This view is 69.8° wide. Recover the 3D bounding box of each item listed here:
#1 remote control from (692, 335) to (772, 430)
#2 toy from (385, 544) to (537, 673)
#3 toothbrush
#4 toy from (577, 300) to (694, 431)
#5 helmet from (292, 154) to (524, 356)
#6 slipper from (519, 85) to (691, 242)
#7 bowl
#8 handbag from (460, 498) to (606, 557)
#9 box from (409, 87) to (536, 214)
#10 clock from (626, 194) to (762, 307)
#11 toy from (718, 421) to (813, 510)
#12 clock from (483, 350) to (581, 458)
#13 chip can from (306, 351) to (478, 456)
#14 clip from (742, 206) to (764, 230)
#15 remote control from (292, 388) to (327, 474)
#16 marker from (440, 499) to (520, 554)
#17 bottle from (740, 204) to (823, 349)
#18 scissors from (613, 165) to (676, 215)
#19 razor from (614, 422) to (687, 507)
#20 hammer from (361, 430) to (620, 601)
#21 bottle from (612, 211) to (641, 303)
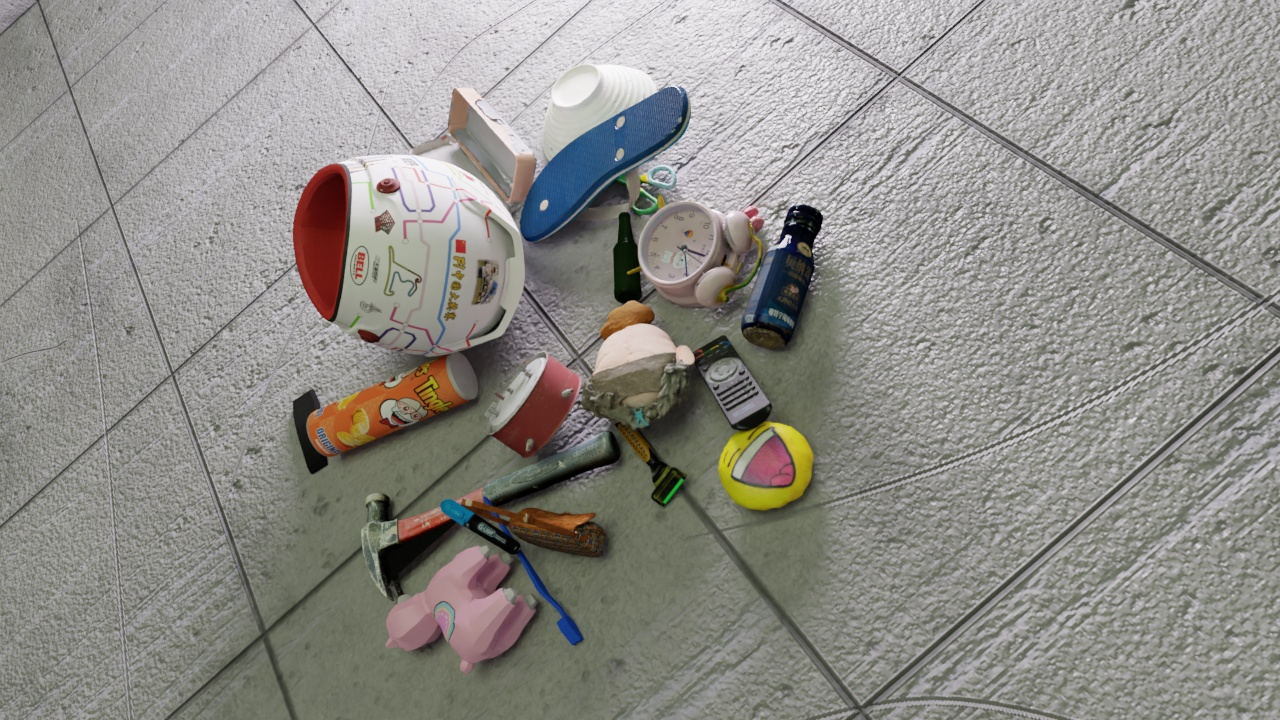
[{"bbox_3d":[0.093,0.022,0.956,0.045,0.021,0.140,-29,36,3],"label":"remote control"},{"bbox_3d":[-0.193,0.267,0.960,0.157,0.067,0.123,-41,55,7],"label":"toy"},{"bbox_3d":[-0.117,0.217,0.957,0.011,0.016,0.186,-43,67,9],"label":"toothbrush"},{"bbox_3d":[-0.006,0.006,0.996,0.133,0.076,0.175,-13,47,9],"label":"toy"},{"bbox_3d":[-0.266,-0.127,1.107,0.315,0.235,0.231,29,112,54],"label":"helmet"},{"bbox_3d":[-0.040,-0.238,1.143,0.296,0.060,0.118,-27,58,36],"label":"slipper"},{"bbox_3d":[-0.070,-0.342,1.218,0.178,0.071,0.177,-14,57,22],"label":"bowl"},{"bbox_3d":[-0.113,0.152,0.900,0.094,0.195,0.043,3,71,31],"label":"handbag"},{"bbox_3d":[-0.238,-0.280,1.264,0.217,0.094,0.121,50,133,36],"label":"box"},{"bbox_3d":[0.068,-0.118,1.027,0.158,0.058,0.116,21,87,36],"label":"clock"},{"bbox_3d":[0.123,0.103,0.903,0.094,0.041,0.095,34,75,33],"label":"toy"},{"bbox_3d":[-0.127,0.041,1.020,0.110,0.062,0.157,-54,18,-1],"label":"clock"},{"bbox_3d":[-0.307,0.055,1.132,0.211,0.062,0.062,-22,56,15],"label":"chip can"},{"bbox_3d":[0.112,-0.159,1.062,0.059,0.022,0.039,-36,58,8],"label":"clip"},{"bbox_3d":[-0.435,0.092,1.208,0.039,0.010,0.124,-32,55,8],"label":"remote control"},{"bbox_3d":[-0.173,0.177,0.982,0.123,0.015,0.018,21,77,36],"label":"marker"},{"bbox_3d":[0.155,-0.092,0.983,0.056,0.056,0.160,10,69,30],"label":"bottle"},{"bbox_3d":[-0.003,-0.237,1.166,0.078,0.013,0.132,-46,51,4],"label":"scissors"},{"bbox_3d":[-0.002,0.091,0.984,0.044,0.021,0.144,-55,51,19],"label":"razor"},{"bbox_3d":[-0.170,0.161,1.022,0.327,0.036,0.140,-24,54,14],"label":"hammer"},{"bbox_3d":[-0.017,-0.127,1.103,0.033,0.033,0.122,-14,58,19],"label":"bottle"}]
